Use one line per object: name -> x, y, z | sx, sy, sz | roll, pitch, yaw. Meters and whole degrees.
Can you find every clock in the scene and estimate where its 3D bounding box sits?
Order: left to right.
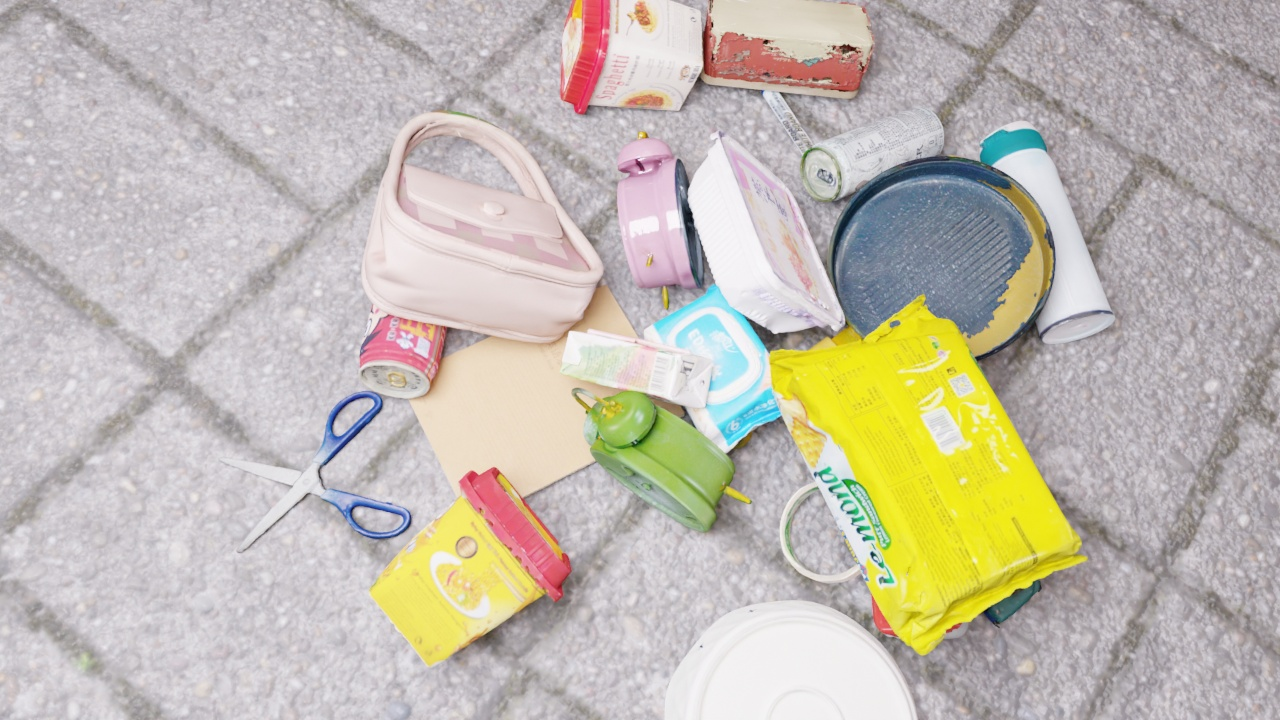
clock -> 0.008, 0.074, 0.743 | 0.161, 0.116, 0.056 | 38, 75, -8
clock -> 0.017, -0.137, 0.839 | 0.060, 0.117, 0.158 | -8, 67, 12

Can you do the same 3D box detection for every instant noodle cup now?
instant noodle cup -> -0.132, 0.159, 0.705 | 0.123, 0.116, 0.116 | -38, 92, -6
instant noodle cup -> -0.009, -0.309, 0.914 | 0.124, 0.117, 0.116 | 6, 67, -17
instant noodle cup -> 0.101, -0.101, 0.800 | 0.060, 0.138, 0.173 | -34, 54, 26

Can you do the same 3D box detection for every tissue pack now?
tissue pack -> 0.069, 0.007, 0.794 | 0.090, 0.063, 0.140 | -32, 64, 3

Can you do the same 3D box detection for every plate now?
plate -> 0.123, 0.288, 0.715 | 0.205, 0.046, 0.204 | 2, 68, -4

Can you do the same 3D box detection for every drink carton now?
drink carton -> -0.005, 0.004, 0.764 | 0.123, 0.053, 0.045 | 13, 90, 38

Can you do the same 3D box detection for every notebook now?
notebook -> -0.088, 0.033, 0.816 | 0.211, 0.012, 0.149 | -26, 71, -15

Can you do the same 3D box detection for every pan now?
pan -> 0.211, -0.039, 0.835 | 0.357, 0.078, 0.197 | -42, 74, 3

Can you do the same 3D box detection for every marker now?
marker -> 0.164, -0.228, 0.942 | 0.017, 0.017, 0.145 | -24, 72, -14

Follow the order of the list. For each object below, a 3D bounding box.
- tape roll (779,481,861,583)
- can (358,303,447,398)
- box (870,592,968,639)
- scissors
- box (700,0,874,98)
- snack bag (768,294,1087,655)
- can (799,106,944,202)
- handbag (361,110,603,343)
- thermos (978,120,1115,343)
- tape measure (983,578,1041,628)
tape roll -> 0.158, 0.143, 0.768 | 0.086, 0.014, 0.085 | -13, 65, 29
can -> -0.203, -0.022, 0.790 | 0.066, 0.067, 0.093 | 7, 60, -3
box -> 0.238, 0.133, 0.783 | 0.098, 0.095, 0.201 | 16, 62, -37
scissors -> -0.268, 0.096, 0.772 | 0.174, 0.012, 0.162 | 17, 69, 3
box -> 0.149, -0.331, 0.940 | 0.168, 0.077, 0.091 | 4, 52, -3
snack bag -> 0.217, 0.076, 0.700 | 0.158, 0.068, 0.246 | -20, 71, -15
can -> 0.229, -0.204, 0.904 | 0.146, 0.058, 0.058 | -25, 72, -25
handbag -> -0.144, -0.134, 0.811 | 0.193, 0.094, 0.233 | 14, 45, -30
thermos -> 0.393, -0.131, 0.900 | 0.073, 0.073, 0.224 | -7, 68, -8
tape measure -> 0.308, 0.189, 0.783 | 0.058, 0.025, 0.054 | -34, 76, -18
